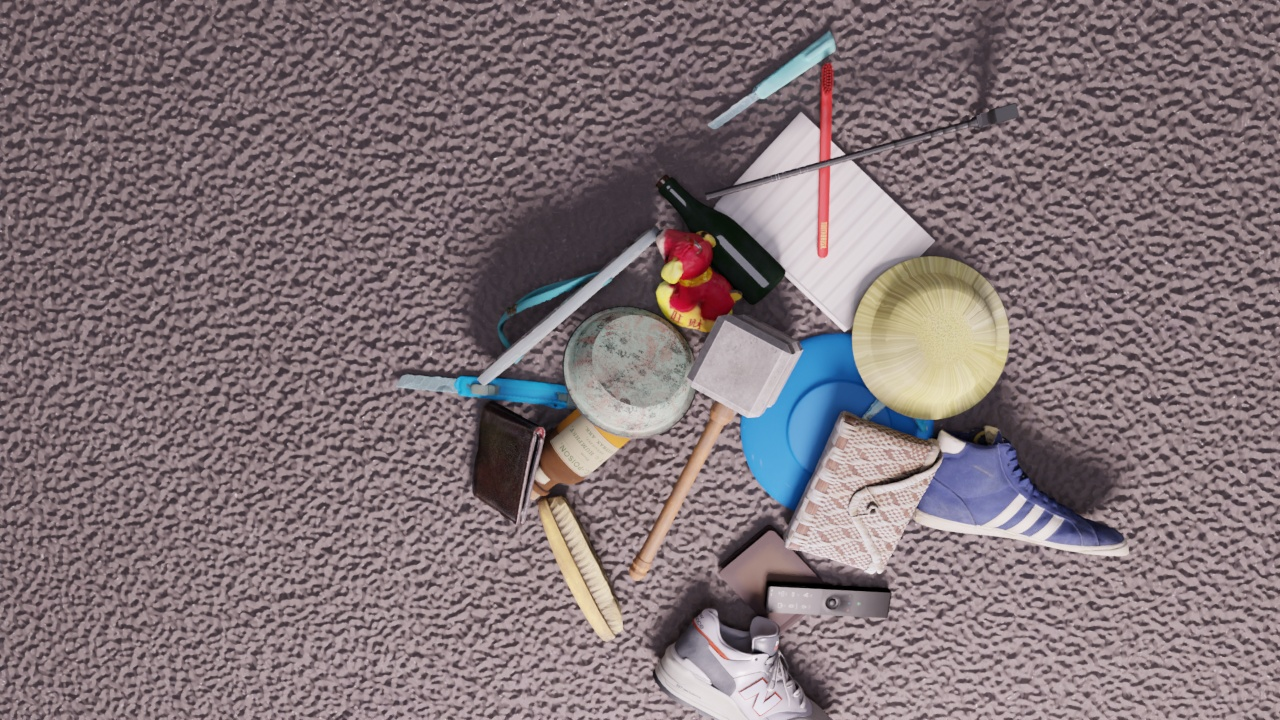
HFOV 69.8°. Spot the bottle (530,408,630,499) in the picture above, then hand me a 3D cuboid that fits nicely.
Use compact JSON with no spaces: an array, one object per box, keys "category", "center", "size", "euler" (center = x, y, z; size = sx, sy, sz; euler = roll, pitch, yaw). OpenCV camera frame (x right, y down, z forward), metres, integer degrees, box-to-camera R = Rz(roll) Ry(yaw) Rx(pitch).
[{"category":"bottle","center":[-0.076,0.103,1.066],"size":[0.157,0.067,0.068],"euler":[-41,95,8]}]

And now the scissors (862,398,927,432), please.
[{"category":"scissors","center":[0.297,0.018,1.048],"size":[0.134,0.011,0.139],"euler":[-41,94,-5]}]

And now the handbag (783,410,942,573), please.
[{"category":"handbag","center":[0.252,0.156,1.046],"size":[0.124,0.047,0.186],"euler":[18,113,-3]}]

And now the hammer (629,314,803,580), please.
[{"category":"hammer","center":[0.063,0.106,1.005],"size":[0.083,0.162,0.318],"euler":[29,99,11]}]

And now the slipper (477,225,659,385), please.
[{"category":"slipper","center":[-0.092,-0.071,1.024],"size":[0.269,0.098,0.055],"euler":[-39,96,7]}]

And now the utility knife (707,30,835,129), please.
[{"category":"utility knife","center":[0.145,-0.306,1.015],"size":[0.166,0.015,0.022],"euler":[-35,95,5]}]

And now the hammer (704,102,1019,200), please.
[{"category":"hammer","center":[0.228,-0.220,0.986],"size":[0.325,0.095,0.015],"euler":[-15,98,6]}]

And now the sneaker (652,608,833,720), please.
[{"category":"sneaker","center":[0.144,0.373,1.087],"size":[0.240,0.088,0.124],"euler":[20,103,3]}]

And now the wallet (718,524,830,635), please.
[{"category":"wallet","center":[0.163,0.265,1.107],"size":[0.091,0.018,0.115],"euler":[-42,98,8]}]

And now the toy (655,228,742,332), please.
[{"category":"toy","center":[0.063,-0.082,1.009],"size":[0.106,0.067,0.137],"euler":[11,140,22]}]

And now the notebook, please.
[{"category":"notebook","center":[0.207,-0.155,1.040],"size":[0.210,0.009,0.143],"euler":[43,98,-4]}]

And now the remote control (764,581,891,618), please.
[{"category":"remote control","center":[0.224,0.287,1.098],"size":[0.150,0.013,0.034],"euler":[4,105,-4]}]

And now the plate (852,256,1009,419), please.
[{"category":"plate","center":[0.332,-0.024,1.023],"size":[0.184,0.036,0.184],"euler":[0,92,-6]}]

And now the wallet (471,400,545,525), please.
[{"category":"wallet","center":[-0.155,0.117,1.065],"size":[0.099,0.031,0.120],"euler":[23,105,44]}]

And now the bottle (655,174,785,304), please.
[{"category":"bottle","center":[0.084,-0.141,1.026],"size":[0.174,0.055,0.055],"euler":[45,98,-3]}]

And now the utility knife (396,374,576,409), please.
[{"category":"utility knife","center":[-0.180,0.035,1.088],"size":[0.221,0.015,0.031],"euler":[5,95,3]}]

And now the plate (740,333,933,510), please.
[{"category":"plate","center":[0.230,0.081,1.068],"size":[0.224,0.024,0.224],"euler":[0,99,3]}]

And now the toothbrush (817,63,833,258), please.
[{"category":"toothbrush","center":[0.205,-0.220,1.016],"size":[0.012,0.018,0.212],"euler":[0,98,2]}]

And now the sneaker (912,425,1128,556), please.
[{"category":"sneaker","center":[0.436,0.139,1.040],"size":[0.233,0.091,0.118],"euler":[8,97,10]}]

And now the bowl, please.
[{"category":"bowl","center":[-0.006,0.006,1.022],"size":[0.157,0.039,0.157],"euler":[5,70,-14]}]

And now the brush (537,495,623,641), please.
[{"category":"brush","center":[-0.070,0.247,1.093],"size":[0.043,0.059,0.195],"euler":[-25,99,-3]}]
